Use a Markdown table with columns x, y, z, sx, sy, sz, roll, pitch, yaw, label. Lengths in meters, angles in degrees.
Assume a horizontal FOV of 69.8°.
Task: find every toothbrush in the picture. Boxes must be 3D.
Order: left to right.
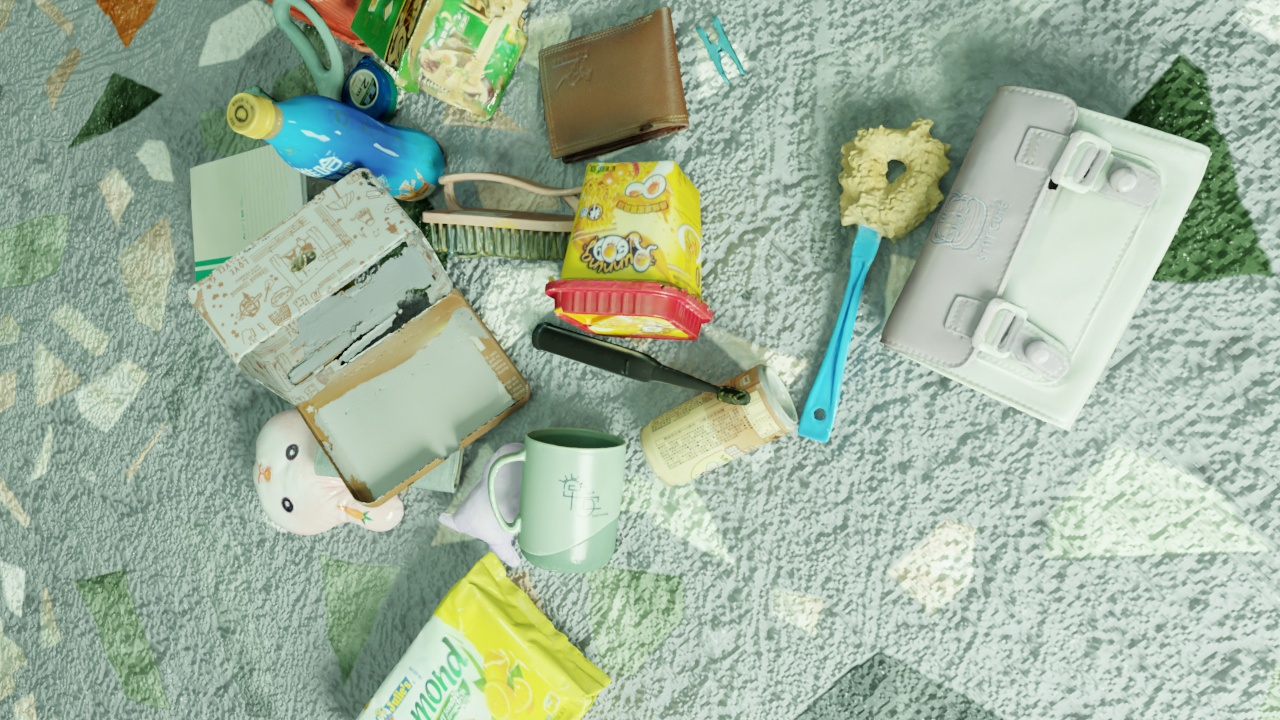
| x | y | z | sx | sy | sz | roll | pitch | yaw | label |
| --- | --- | --- | --- | --- | --- | --- | --- | --- | --- |
| -0.004 | 0.004 | 0.740 | 0.213 | 0.027 | 0.026 | 17 | 104 | 35 | toothbrush |

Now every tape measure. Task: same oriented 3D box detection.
| x | y | z | sx | sy | sz | roll | pitch | yaw | label |
| --- | --- | --- | --- | --- | --- | --- | --- | --- | --- |
| -0.252 | -0.248 | 0.857 | 0.054 | 0.025 | 0.058 | 43 | 113 | 13 | tape measure |

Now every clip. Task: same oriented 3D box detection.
| x | y | z | sx | sy | sz | roll | pitch | yaw | label |
| --- | --- | --- | --- | --- | --- | --- | --- | --- | --- |
| 0.064 | -0.250 | 0.742 | 0.045 | 0.014 | 0.057 | -29 | 80 | 17 | clip |

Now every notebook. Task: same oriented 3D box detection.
| x | y | z | sx | sy | sz | roll | pitch | yaw | label |
| --- | --- | --- | --- | --- | --- | --- | --- | --- | --- |
| -0.378 | -0.124 | 0.883 | 0.210 | 0.012 | 0.150 | -1 | 93 | 40 | notebook |

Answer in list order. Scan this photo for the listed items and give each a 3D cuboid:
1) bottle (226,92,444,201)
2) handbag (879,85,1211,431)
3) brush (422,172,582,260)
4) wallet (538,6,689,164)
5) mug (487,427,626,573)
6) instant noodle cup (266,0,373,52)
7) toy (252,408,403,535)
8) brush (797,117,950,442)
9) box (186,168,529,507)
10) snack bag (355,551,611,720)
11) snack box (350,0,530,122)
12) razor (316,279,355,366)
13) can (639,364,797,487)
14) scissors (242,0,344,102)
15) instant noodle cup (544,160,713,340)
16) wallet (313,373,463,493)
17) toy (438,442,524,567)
| x | y | z | sx | sy | sz | roll | pitch | yaw | label |
| --- | --- | --- | --- | --- | --- | --- | --- | --- | --- |
| -0.245 | -0.179 | 0.753 | 0.065 | 0.218 | 0.065 | 0 | 90 | 20 | bottle |
| 0.269 | -0.071 | 0.629 | 0.145 | 0.098 | 0.197 | 27 | 100 | 24 | handbag |
| -0.110 | -0.123 | 0.786 | 0.146 | 0.063 | 0.073 | 6 | 104 | 20 | brush |
| -0.024 | -0.229 | 0.768 | 0.125 | 0.032 | 0.101 | -11 | 85 | 20 | wallet |
| -0.071 | 0.114 | 0.758 | 0.111 | 0.082 | 0.106 | 4 | 98 | -15 | mug |
| -0.284 | -0.389 | 0.837 | 0.189 | 0.079 | 0.165 | 29 | 102 | 16 | instant noodle cup |
| -0.299 | 0.109 | 0.875 | 0.159 | 0.054 | 0.121 | 5 | 94 | 13 | toy |
| 0.167 | -0.060 | 0.699 | 0.083 | 0.045 | 0.255 | 18 | 102 | 16 | brush |
| -0.223 | -0.014 | 0.749 | 0.180 | 0.157 | 0.197 | -36 | 75 | -10 | box |
| -0.146 | 0.311 | 0.811 | 0.158 | 0.068 | 0.247 | 40 | 105 | 15 | snack bag |
| -0.178 | -0.288 | 0.790 | 0.105 | 0.118 | 0.117 | 34 | 102 | 29 | snack box |
| -0.288 | -0.033 | 0.864 | 0.068 | 0.062 | 0.167 | 9 | 101 | 50 | razor |
| 0.061 | 0.052 | 0.728 | 0.116 | 0.058 | 0.058 | -28 | 82 | 19 | can |
| -0.323 | -0.247 | 0.865 | 0.182 | 0.019 | 0.170 | -8 | 115 | 34 | scissors |
| -0.003 | -0.086 | 0.727 | 0.116 | 0.116 | 0.123 | 3 | 81 | 21 | instant noodle cup |
| -0.224 | 0.059 | 0.830 | 0.130 | 0.037 | 0.106 | 7 | 84 | 5 | wallet |
| -0.119 | 0.123 | 0.811 | 0.084 | 0.039 | 0.108 | 34 | 100 | -1 | toy |
